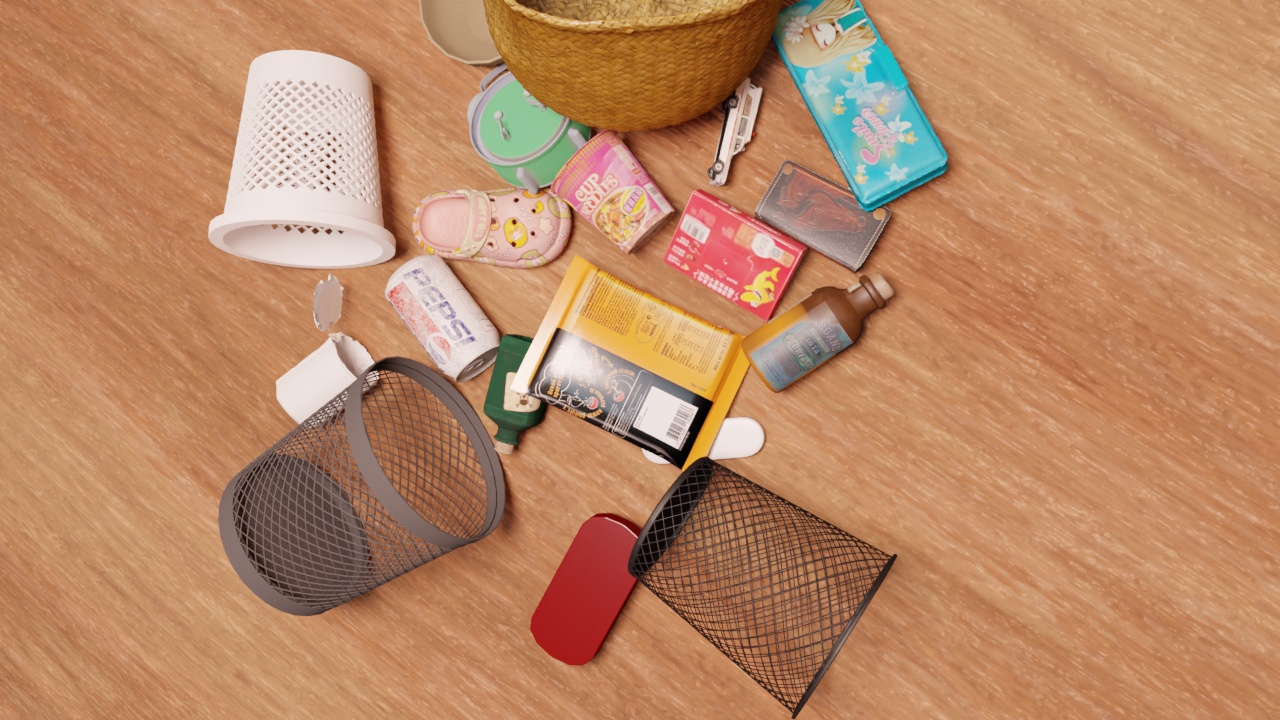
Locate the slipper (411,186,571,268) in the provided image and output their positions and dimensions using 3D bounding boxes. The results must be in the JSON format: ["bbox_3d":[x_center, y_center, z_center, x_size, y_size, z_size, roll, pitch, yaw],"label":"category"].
[{"bbox_3d":[-0.177,-0.152,1.028,0.197,0.081,0.093,2,93,18],"label":"slipper"}]

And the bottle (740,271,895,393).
[{"bbox_3d":[0.184,-0.035,0.935,0.157,0.067,0.068,-35,82,14],"label":"bottle"}]

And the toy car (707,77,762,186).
[{"bbox_3d":[0.101,-0.240,0.971,0.039,0.039,0.113,11,96,-6],"label":"toy car"}]

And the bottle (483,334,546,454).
[{"bbox_3d":[-0.138,0.040,1.030,0.061,0.061,0.131,17,96,12],"label":"bottle"}]

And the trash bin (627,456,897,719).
[{"bbox_3d":[0.113,0.211,0.911,0.210,0.184,0.184,32,99,18],"label":"trash bin"}]

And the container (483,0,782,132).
[{"bbox_3d":[-0.005,-0.376,0.881,0.307,0.197,0.306,0,71,1],"label":"container"}]

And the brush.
[{"bbox_3d":[-0.053,0.252,1.022,0.082,0.041,0.173,30,99,13],"label":"brush"}]

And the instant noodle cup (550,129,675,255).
[{"bbox_3d":[-0.025,-0.175,0.982,0.098,0.097,0.108,-43,87,12],"label":"instant noodle cup"}]

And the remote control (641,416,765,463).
[{"bbox_3d":[0.067,0.087,0.999,0.137,0.013,0.043,-7,90,16],"label":"remote control"}]

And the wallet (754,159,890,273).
[{"bbox_3d":[0.186,-0.149,0.942,0.123,0.019,0.072,30,90,12],"label":"wallet"}]

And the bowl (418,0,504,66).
[{"bbox_3d":[-0.169,-0.403,1.033,0.152,0.050,0.152,0,91,16],"label":"bowl"}]

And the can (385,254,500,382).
[{"bbox_3d":[-0.223,-0.048,1.044,0.078,0.078,0.136,-40,81,13],"label":"can"}]

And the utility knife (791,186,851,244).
[{"bbox_3d":[0.193,-0.149,0.959,0.126,0.015,0.022,-42,80,9],"label":"utility knife"}]

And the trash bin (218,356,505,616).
[{"bbox_3d":[-0.307,0.146,1.007,0.228,0.217,0.217,-31,83,18],"label":"trash bin"}]

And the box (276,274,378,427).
[{"bbox_3d":[-0.376,-0.010,1.078,0.140,0.083,0.141,-33,95,13],"label":"box"}]

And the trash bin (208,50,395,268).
[{"bbox_3d":[-0.375,-0.225,1.037,0.196,0.195,0.199,-3,81,16],"label":"trash bin"}]

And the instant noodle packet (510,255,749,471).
[{"bbox_3d":[-0.006,0.005,0.983,0.221,0.032,0.159,26,86,1],"label":"instant noodle packet"}]

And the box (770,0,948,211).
[{"bbox_3d":[0.216,-0.268,0.924,0.094,0.041,0.226,-27,76,11],"label":"box"}]

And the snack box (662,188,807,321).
[{"bbox_3d":[0.097,-0.111,0.966,0.133,0.021,0.089,32,122,13],"label":"snack box"}]

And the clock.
[{"bbox_3d":[-0.130,-0.269,1.005,0.122,0.075,0.161,-36,62,6],"label":"clock"}]
